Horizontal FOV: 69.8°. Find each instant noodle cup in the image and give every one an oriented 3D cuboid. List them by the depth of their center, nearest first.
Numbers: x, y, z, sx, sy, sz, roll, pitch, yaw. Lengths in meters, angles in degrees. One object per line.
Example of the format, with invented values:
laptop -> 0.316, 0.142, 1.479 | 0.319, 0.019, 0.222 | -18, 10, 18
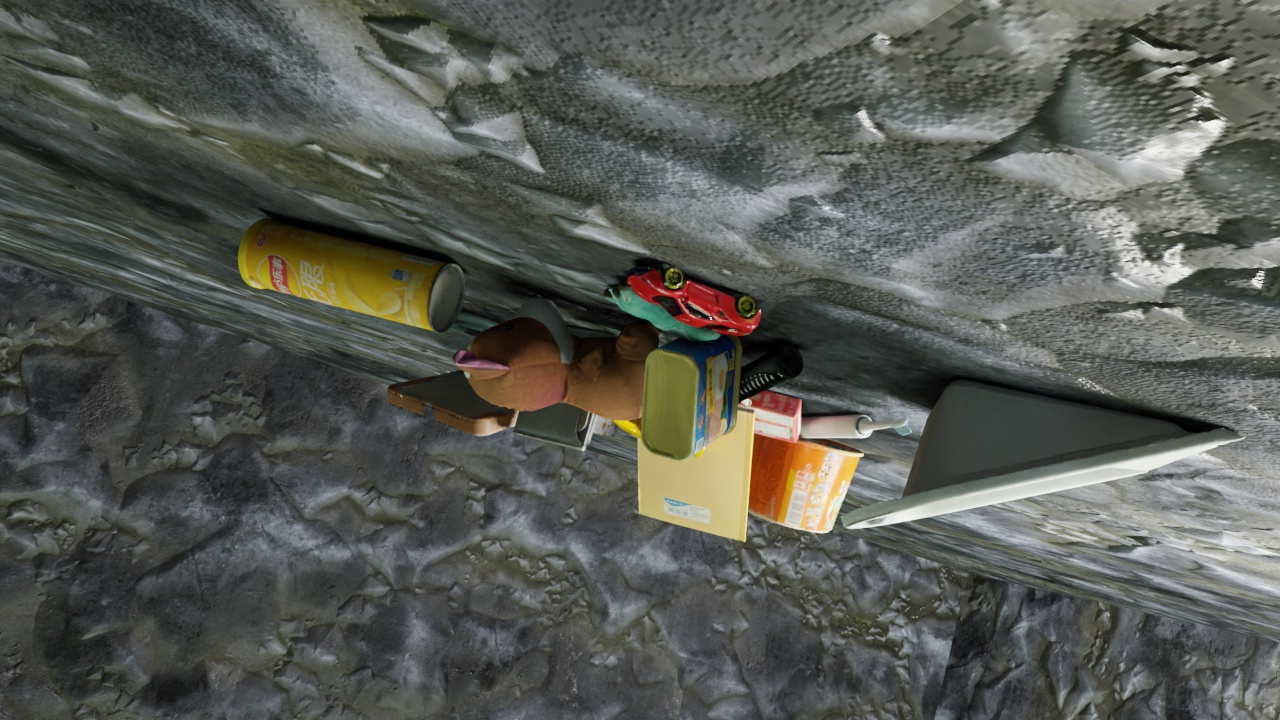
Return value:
instant noodle cup -> 0.203, 0.153, 1.196 | 0.151, 0.111, 0.151 | 14, -178, -1

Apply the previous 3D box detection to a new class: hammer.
hammer -> 0.068, 0.041, 0.923 | 0.128, 0.032, 0.302 | 19, 157, -18

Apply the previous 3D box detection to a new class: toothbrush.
toothbrush -> 0.237, 0.074, 1.037 | 0.026, 0.026, 0.221 | 54, 162, -7

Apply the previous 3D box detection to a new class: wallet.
wallet -> -0.083, 0.027, 1.003 | 0.107, 0.129, 0.037 | 10, 172, 34

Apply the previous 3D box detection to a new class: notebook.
notebook -> 0.063, 0.128, 1.112 | 0.146, 0.010, 0.207 | 12, 127, 18

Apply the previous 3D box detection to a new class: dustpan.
dustpan -> 0.315, 0.111, 0.784 | 0.258, 0.142, 0.222 | 16, 170, 15

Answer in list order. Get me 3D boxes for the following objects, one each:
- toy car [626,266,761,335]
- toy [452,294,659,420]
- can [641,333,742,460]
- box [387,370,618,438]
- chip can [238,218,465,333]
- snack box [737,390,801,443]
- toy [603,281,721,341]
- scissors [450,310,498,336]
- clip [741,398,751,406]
toy car -> 0.039, -0.045, 0.700 | 0.106, 0.031, 0.049 | 22, 168, -17
toy -> -0.081, -0.002, 0.897 | 0.199, 0.130, 0.140 | -4, 170, -7
can -> 0.044, 0.028, 0.800 | 0.057, 0.102, 0.083 | 13, -160, 28
box -> -0.160, 0.039, 1.152 | 0.179, 0.102, 0.260 | 14, 180, 38
chip can -> -0.282, -0.084, 0.898 | 0.213, 0.072, 0.072 | 13, 170, 13
snack box -> 0.112, 0.054, 1.079 | 0.153, 0.025, 0.075 | 14, 155, 17
toy -> 0.010, -0.044, 0.761 | 0.092, 0.030, 0.096 | 28, 173, -30
scissors -> -0.180, -0.029, 1.177 | 0.185, 0.019, 0.129 | 22, 169, -19
clip -> 0.072, 0.017, 0.972 | 0.101, 0.035, 0.096 | 23, 168, -7
